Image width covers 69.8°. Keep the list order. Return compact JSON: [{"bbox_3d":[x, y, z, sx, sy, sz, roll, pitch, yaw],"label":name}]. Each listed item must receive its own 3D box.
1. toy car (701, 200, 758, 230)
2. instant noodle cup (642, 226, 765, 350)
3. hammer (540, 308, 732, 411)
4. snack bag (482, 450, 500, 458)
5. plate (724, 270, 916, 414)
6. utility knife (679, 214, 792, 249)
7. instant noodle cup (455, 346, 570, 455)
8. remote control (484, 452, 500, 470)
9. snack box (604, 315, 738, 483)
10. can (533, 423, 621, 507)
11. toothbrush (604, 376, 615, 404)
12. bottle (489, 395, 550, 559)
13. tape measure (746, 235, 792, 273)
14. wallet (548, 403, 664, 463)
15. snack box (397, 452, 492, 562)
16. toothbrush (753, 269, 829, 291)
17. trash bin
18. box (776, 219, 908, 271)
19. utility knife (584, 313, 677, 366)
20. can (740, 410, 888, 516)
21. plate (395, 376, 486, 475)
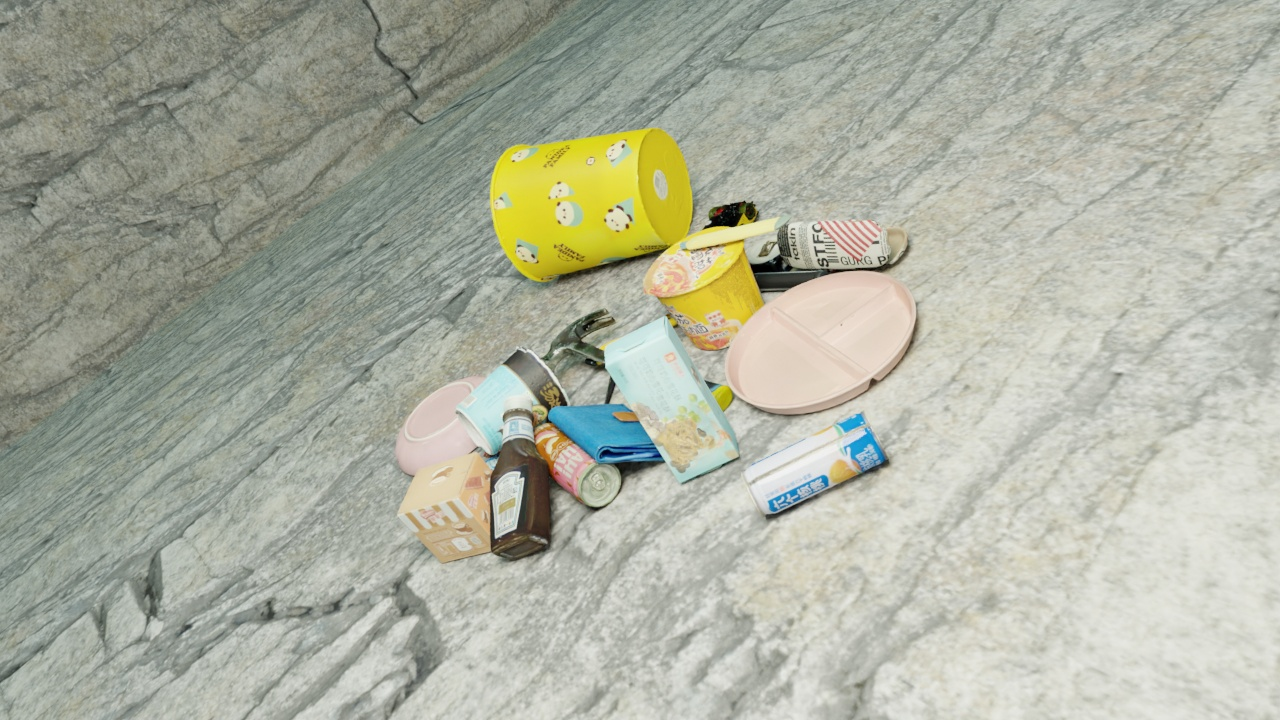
[{"bbox_3d":[0.118,-0.186,1.359,0.071,0.041,0.155,0,42,43],"label":"toy car"},{"bbox_3d":[0.091,-0.088,1.179,0.138,0.110,0.137,-23,32,15],"label":"instant noodle cup"},{"bbox_3d":[-0.007,0.007,1.180,0.324,0.032,0.126,19,63,47],"label":"hammer"},{"bbox_3d":[-0.173,0.094,1.246,0.045,0.026,0.105,-6,39,41],"label":"snack bag"},{"bbox_3d":[0.206,-0.021,1.057,0.230,0.028,0.229,-23,33,16],"label":"plate"},{"bbox_3d":[0.111,-0.157,1.133,0.168,0.018,0.030,-2,37,37],"label":"utility knife"},{"bbox_3d":[-0.171,0.059,1.194,0.120,0.111,0.111,-39,31,-20],"label":"instant noodle cup"},{"bbox_3d":[-0.156,0.127,1.185,0.125,0.024,0.049,-30,30,-4],"label":"remote control"},{"bbox_3d":[0.035,0.044,0.981,0.074,0.175,0.051,-26,26,13],"label":"snack box"},{"bbox_3d":[-0.082,0.122,1.091,0.057,0.058,0.147,-42,31,-15],"label":"can"},{"bbox_3d":[-0.041,0.031,1.225,0.016,0.018,0.180,-25,29,29],"label":"toothbrush"},{"bbox_3d":[-0.143,0.132,1.079,0.080,0.044,0.194,-29,50,31],"label":"bottle"},{"bbox_3d":[0.177,-0.140,1.248,0.066,0.033,0.065,2,46,42],"label":"tape measure"},{"bbox_3d":[-0.035,0.083,1.079,0.106,0.040,0.133,0,18,-30],"label":"wallet"},{"bbox_3d":[-0.218,0.177,1.102,0.093,0.094,0.076,-18,33,24],"label":"snack box"},{"bbox_3d":[0.156,-0.105,1.223,0.213,0.027,0.026,3,91,45],"label":"toothbrush"},{"bbox_3d":[-0.070,-0.255,1.472,0.256,0.230,0.228,-5,40,29],"label":"trash bin"},{"bbox_3d":[0.257,-0.149,1.161,0.163,0.076,0.087,2,23,45],"label":"box"},{"bbox_3d":[0.015,-0.045,1.266,0.209,0.015,0.033,-28,31,3],"label":"utility knife"},{"bbox_3d":[0.168,0.101,0.892,0.135,0.053,0.053,-27,31,9],"label":"can"},{"bbox_3d":[-0.286,0.086,1.349,0.193,0.039,0.192,-24,32,16],"label":"plate"}]
